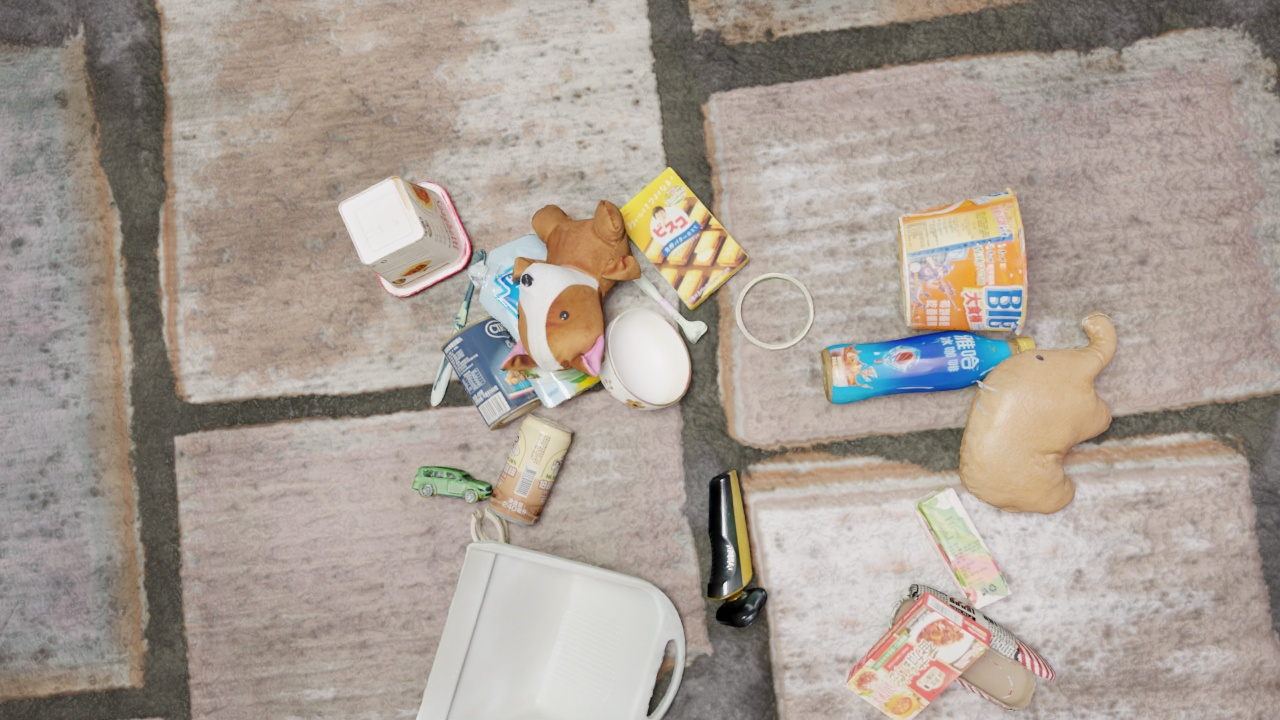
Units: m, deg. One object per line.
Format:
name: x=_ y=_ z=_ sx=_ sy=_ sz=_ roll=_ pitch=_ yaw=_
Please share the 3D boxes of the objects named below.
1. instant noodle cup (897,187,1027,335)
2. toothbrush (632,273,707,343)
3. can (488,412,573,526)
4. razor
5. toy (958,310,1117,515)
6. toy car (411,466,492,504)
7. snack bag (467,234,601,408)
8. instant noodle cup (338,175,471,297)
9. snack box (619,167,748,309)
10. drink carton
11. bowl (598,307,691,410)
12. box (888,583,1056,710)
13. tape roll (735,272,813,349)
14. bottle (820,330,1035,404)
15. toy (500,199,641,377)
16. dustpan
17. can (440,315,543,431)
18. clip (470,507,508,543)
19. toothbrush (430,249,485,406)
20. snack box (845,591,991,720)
instant noodle cup: x=0.328 y=-0.097 z=0.950 sx=0.111 sy=0.151 sz=0.151 roll=-4 pitch=85 yaw=14
toothbrush: x=0.001 y=-0.092 z=1.045 sx=0.189 sy=0.020 sz=0.029 roll=44 pitch=124 yaw=9
can: x=-0.122 y=0.121 z=1.023 sx=0.058 sy=0.058 sz=0.116 roll=23 pitch=88 yaw=7
razor: x=0.101 y=0.203 z=1.001 sx=0.067 sy=0.062 sz=0.167 roll=0 pitch=79 yaw=-24
toy: x=0.410 y=0.050 z=0.940 sx=0.143 sy=0.082 sz=0.226 roll=17 pitch=102 yaw=-13
toy car: x=-0.212 y=0.141 z=1.039 sx=0.091 sy=0.043 sz=0.036 roll=10 pitch=86 yaw=7
snack bag: x=-0.110 y=-0.048 z=1.028 sx=0.110 sy=0.039 sz=0.191 roll=-29 pitch=86 yaw=-24
instant noodle cup: x=-0.267 y=-0.144 z=1.025 sx=0.117 sy=0.124 sz=0.116 roll=-26 pitch=83 yaw=4
snack box: x=0.045 y=-0.137 z=1.036 sx=0.087 sy=0.033 sz=0.140 roll=-40 pitch=81 yaw=2
drink carton: x=0.336 y=0.197 z=0.969 sx=0.045 sy=0.053 sz=0.122 roll=-29 pitch=83 yaw=4
bowl: x=-0.006 y=0.006 z=1.006 sx=0.062 sy=0.113 sz=0.113 roll=-30 pitch=81 yaw=45
box: x=0.345 y=0.287 z=0.945 sx=0.163 sy=0.088 sz=0.076 roll=31 pitch=58 yaw=12
tape roll: x=0.150 y=-0.055 z=1.027 sx=0.086 sy=0.014 sz=0.085 roll=0 pitch=86 yaw=7
bottle: x=0.306 y=0.004 z=0.981 sx=0.219 sy=0.065 sz=0.065 roll=-7 pitch=85 yaw=5
toy: x=-0.076 y=-0.075 z=0.964 sx=0.140 sy=0.130 sz=0.199 roll=1 pitch=67 yaw=35
dustpan: x=-0.073 y=0.313 z=0.939 sx=0.143 sy=0.257 sz=0.222 roll=15 pitch=87 yaw=31
can: x=-0.163 y=0.015 z=1.027 sx=0.075 sy=0.075 sz=0.111 roll=-32 pitch=84 yaw=3
clip: x=-0.162 y=0.213 z=1.036 sx=0.072 sy=0.034 sz=0.100 roll=-22 pitch=92 yaw=4
toothbrush: x=-0.213 y=-0.039 z=1.065 sx=0.016 sy=0.018 sz=0.191 roll=17 pitch=88 yaw=8
snack box: x=0.282 y=0.308 z=0.941 sx=0.075 sy=0.025 sz=0.153 roll=34 pitch=125 yaw=8
